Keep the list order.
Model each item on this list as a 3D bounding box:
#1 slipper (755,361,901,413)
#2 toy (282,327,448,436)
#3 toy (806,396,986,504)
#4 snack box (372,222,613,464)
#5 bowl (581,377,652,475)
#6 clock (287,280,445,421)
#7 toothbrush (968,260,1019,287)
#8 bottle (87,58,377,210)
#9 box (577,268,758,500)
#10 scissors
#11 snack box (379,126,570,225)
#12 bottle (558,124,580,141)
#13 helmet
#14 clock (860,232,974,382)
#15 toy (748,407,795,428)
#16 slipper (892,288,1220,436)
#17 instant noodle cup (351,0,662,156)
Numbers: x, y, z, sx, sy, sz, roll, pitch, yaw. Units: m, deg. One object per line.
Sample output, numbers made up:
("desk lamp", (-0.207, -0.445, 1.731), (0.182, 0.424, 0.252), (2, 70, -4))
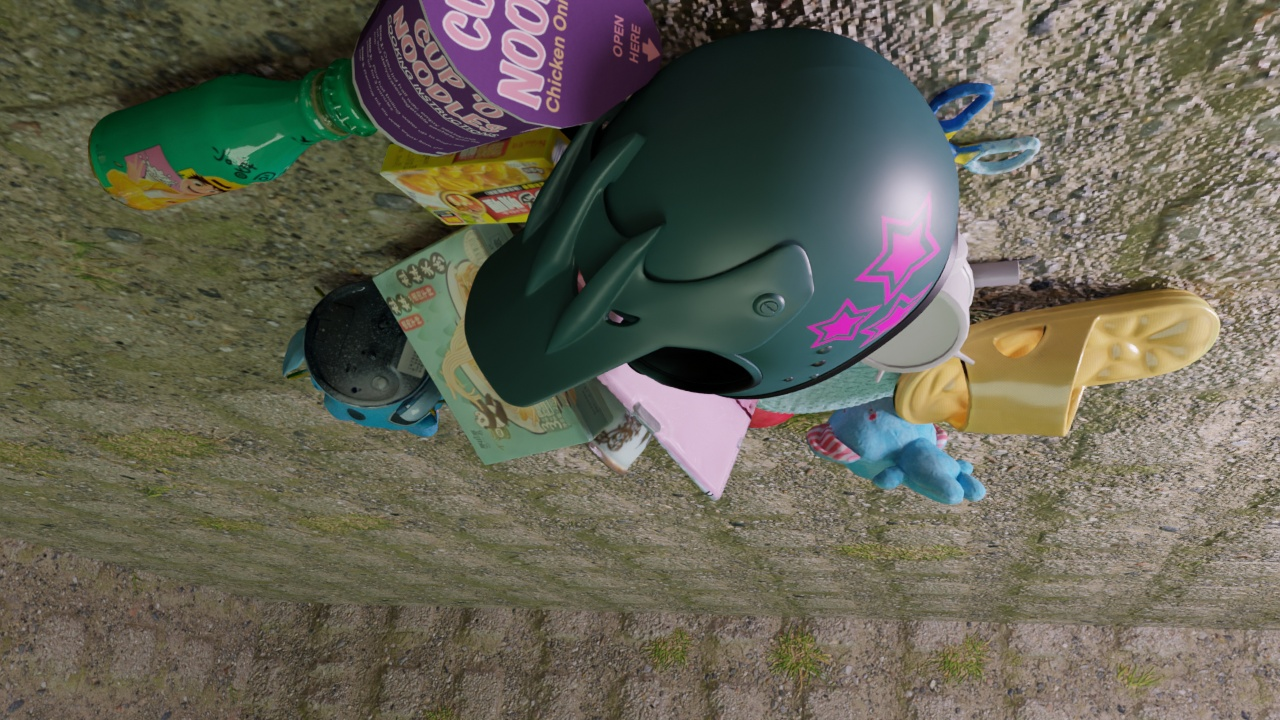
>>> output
("slipper", (0.227, -0.004, 0.832), (0.276, 0.069, 0.116), (-3, 156, -5))
("toy", (-0.261, 0.036, 0.969), (0.224, 0.098, 0.192), (22, 160, -7))
("toy", (0.278, 0.088, 0.963), (0.183, 0.115, 0.181), (-2, -160, -31))
("snack box", (-0.123, -0.012, 0.762), (0.142, 0.044, 0.193), (-17, 108, 42))
("bowl", (-0.035, 0.020, 0.872), (0.094, 0.160, 0.160), (-43, 147, 1))
("clock", (-0.232, -0.006, 0.846), (0.162, 0.118, 0.060), (19, 165, -17))
("toothbrush", (0.208, -0.065, 0.750), (0.188, 0.018, 0.019), (-3, 154, 17))
("bottle", (-0.252, -0.145, 0.580), (0.210, 0.068, 0.068), (-7, 155, 25))
("box", (-0.005, 0.006, 0.743), (0.107, 0.115, 0.232), (8, 149, 43))
("scissors", (0.199, -0.136, 0.598), (0.123, 0.016, 0.126), (14, 154, -15))
("snack box", (-0.098, -0.122, 0.623), (0.152, 0.025, 0.075), (4, 160, 34))
("bottle", (-0.004, -0.133, 0.609), (0.123, 0.033, 0.033), (15, 155, -23))
("helmet", (0.038, -0.069, 0.531), (0.276, 0.176, 0.200), (-36, 144, 31))
("clock", (0.196, -0.058, 0.705), (0.120, 0.060, 0.159), (-12, 129, 28))
("toy", (0.135, 0.039, 0.965), (0.132, 0.062, 0.092), (1, 179, -40))
("slipper", (0.344, 0.010, 0.754), (0.263, 0.078, 0.099), (-14, 131, 5))
("instant noodle cup", (-0.080, -0.160, 0.475), (0.136, 0.121, 0.122), (11, 168, -37))
